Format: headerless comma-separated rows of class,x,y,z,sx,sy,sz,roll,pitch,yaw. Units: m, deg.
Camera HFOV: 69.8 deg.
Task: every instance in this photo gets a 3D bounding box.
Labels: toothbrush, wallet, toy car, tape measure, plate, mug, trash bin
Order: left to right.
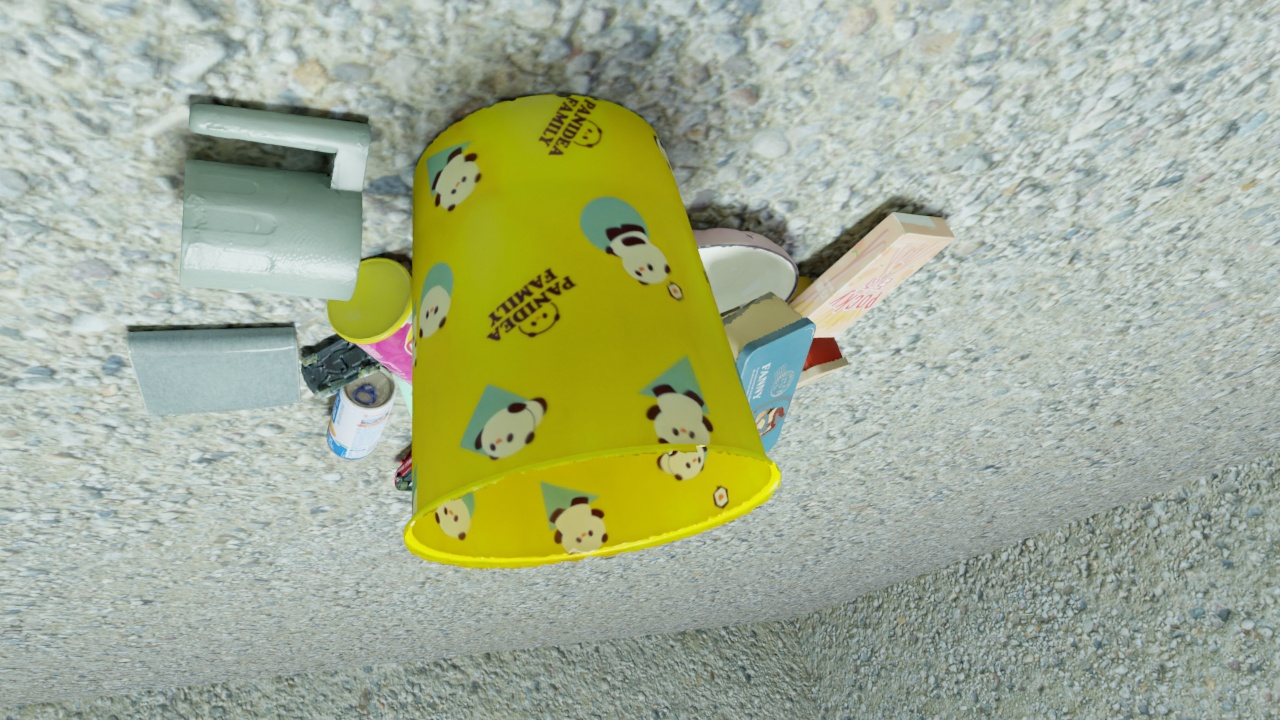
wallet,-0.366,0.008,0.798,0.129,0.037,0.107,-3,145,-20
mug,-0.232,-0.099,0.579,0.103,0.083,0.124,2,127,-26
toy car,-0.265,0.001,0.824,0.091,0.043,0.034,-26,-173,21
toothbrush,-0.224,0.063,0.957,0.027,0.026,0.225,-25,151,-17
toy car,-0.253,0.121,1.095,0.052,0.045,0.121,9,144,-37
trash bin,-0.048,-0.016,0.608,0.229,0.255,0.230,-9,157,-4
plate,0.042,-0.065,0.810,0.192,0.039,0.193,-10,157,-4
tape measure,0.142,-0.059,0.880,0.060,0.029,0.057,-17,157,-20

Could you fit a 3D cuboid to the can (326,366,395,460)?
can,-0.280,0.052,0.915,0.053,0.053,0.135,0,154,-25

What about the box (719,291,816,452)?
box,0.093,0.020,0.820,0.089,0.059,0.185,-25,146,-29

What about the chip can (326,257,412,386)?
chip can,-0.186,-0.011,0.794,0.071,0.071,0.210,-14,157,7

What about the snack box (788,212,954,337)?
snack box,0.202,-0.074,0.836,0.084,0.026,0.158,-3,149,-42

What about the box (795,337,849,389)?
box,0.123,0.006,0.969,0.169,0.077,0.091,-27,171,36
